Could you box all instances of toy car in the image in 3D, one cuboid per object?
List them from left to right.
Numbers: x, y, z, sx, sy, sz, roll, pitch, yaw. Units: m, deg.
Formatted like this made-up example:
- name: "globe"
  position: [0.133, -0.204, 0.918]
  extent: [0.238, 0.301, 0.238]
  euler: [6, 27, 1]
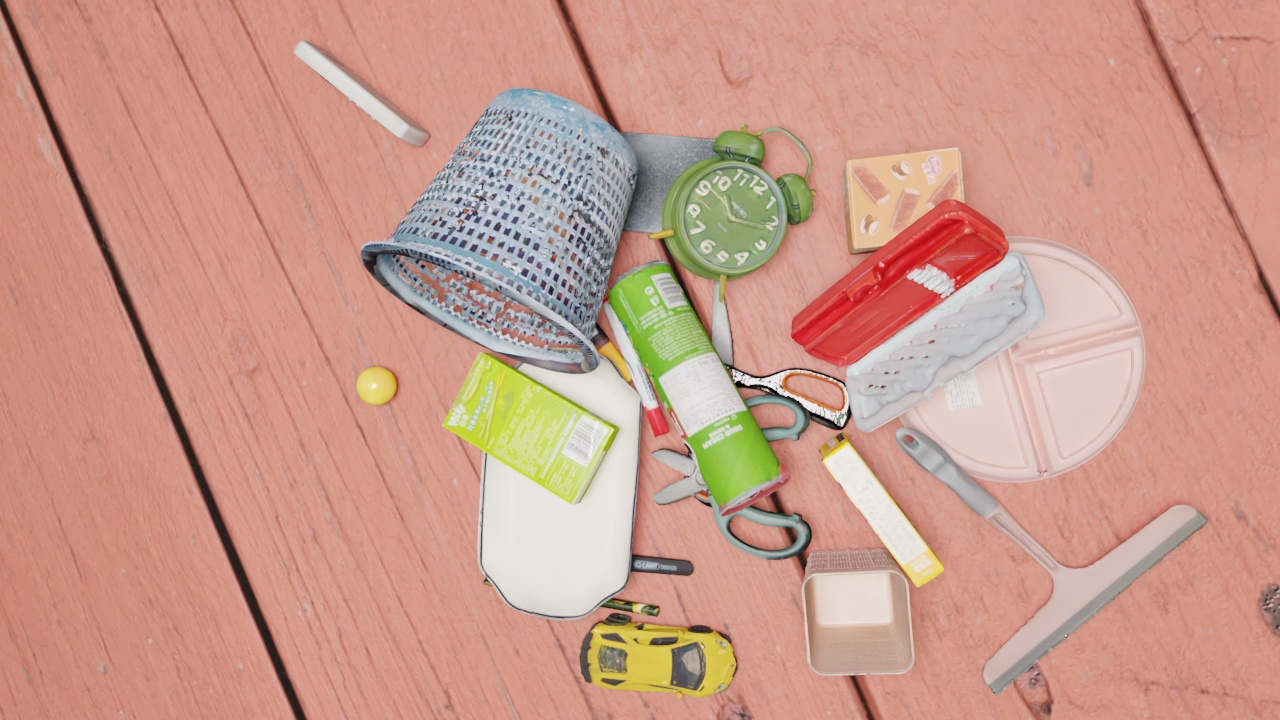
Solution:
- name: "toy car"
  position: [0.018, 0.295, 0.909]
  extent: [0.156, 0.041, 0.071]
  euler: [3, 94, 9]

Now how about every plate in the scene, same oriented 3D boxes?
- name: "plate"
  position: [-0.077, 0.120, 0.911]
  extent: [0.162, 0.034, 0.265]
  euler: [3, 89, 14]
- name: "plate"
  position: [0.342, 0.000, 0.840]
  extent: [0.230, 0.028, 0.229]
  euler: [1, 94, 11]

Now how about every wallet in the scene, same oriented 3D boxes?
- name: "wallet"
  position: [0.030, -0.170, 0.894]
  extent: [0.121, 0.019, 0.097]
  euler: [7, 95, 12]

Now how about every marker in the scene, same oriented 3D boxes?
- name: "marker"
  position: [-0.047, -0.028, 0.917]
  extent: [0.018, 0.015, 0.124]
  euler: [-38, 84, 12]
- name: "marker"
  position: [-0.008, 0.204, 0.921]
  extent: [0.124, 0.015, 0.018]
  euler: [3, 92, 11]
- name: "marker"
  position: [-0.005, 0.005, 0.897]
  extent: [0.017, 0.017, 0.145]
  euler: [-23, 82, 11]

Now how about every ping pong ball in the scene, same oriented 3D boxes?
- name: "ping pong ball"
  position: [-0.273, 0.026, 0.948]
  extent: [0.040, 0.040, 0.040]
  euler: [1, 93, 10]

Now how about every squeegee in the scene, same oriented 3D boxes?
- name: "squeegee"
  position: [0.325, 0.141, 0.839]
  extent: [0.249, 0.040, 0.248]
  euler: [42, 106, -3]

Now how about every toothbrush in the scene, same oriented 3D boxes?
- name: "toothbrush"
  position: [-0.071, 0.237, 0.937]
  extent: [0.186, 0.012, 0.017]
  euler: [8, 83, 10]

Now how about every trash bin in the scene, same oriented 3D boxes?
- name: "trash bin"
  position: [-0.103, -0.123, 0.826]
  extent: [0.226, 0.227, 0.194]
  euler: [22, 75, 8]

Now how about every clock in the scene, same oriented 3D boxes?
- name: "clock"
  position: [0.092, -0.144, 0.850]
  extent: [0.116, 0.056, 0.161]
  euler: [40, 91, -11]

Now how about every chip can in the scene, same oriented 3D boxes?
- name: "chip can"
  position: [0.050, 0.023, 0.844]
  extent: [0.072, 0.072, 0.236]
  euler: [-31, 73, 10]

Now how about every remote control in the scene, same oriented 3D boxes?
- name: "remote control"
  position: [-0.281, -0.268, 0.925]
  extent: [0.150, 0.058, 0.021]
  euler: [39, 99, 7]

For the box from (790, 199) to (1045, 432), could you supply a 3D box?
- name: "box"
  position: [0.227, -0.031, 0.781]
  extent: [0.102, 0.100, 0.202]
  euler: [25, 136, -25]

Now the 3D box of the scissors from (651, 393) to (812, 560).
- name: "scissors"
  position: [0.102, 0.122, 0.869]
  extent: [0.170, 0.019, 0.181]
  euler: [-29, 85, 6]

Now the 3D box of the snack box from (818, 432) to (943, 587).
- name: "snack box"
  position: [0.218, 0.133, 0.839]
  extent: [0.034, 0.087, 0.140]
  euler: [-39, 86, 8]

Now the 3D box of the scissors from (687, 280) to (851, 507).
- name: "scissors"
  position: [0.090, 0.035, 0.893]
  extent: [0.234, 0.021, 0.221]
  euler: [15, 91, 10]

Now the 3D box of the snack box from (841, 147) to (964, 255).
- name: "snack box"
  position: [0.232, -0.139, 0.819]
  extent: [0.094, 0.092, 0.077]
  euler: [-5, 92, 10]

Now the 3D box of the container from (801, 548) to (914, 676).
- name: "container"
  position: [0.195, 0.222, 0.836]
  extent: [0.090, 0.111, 0.090]
  euler: [-5, 92, 10]

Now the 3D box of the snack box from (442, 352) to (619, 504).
- name: "snack box"
  position: [-0.107, 0.065, 0.887]
  extent: [0.156, 0.026, 0.086]
  euler: [28, 95, 13]
